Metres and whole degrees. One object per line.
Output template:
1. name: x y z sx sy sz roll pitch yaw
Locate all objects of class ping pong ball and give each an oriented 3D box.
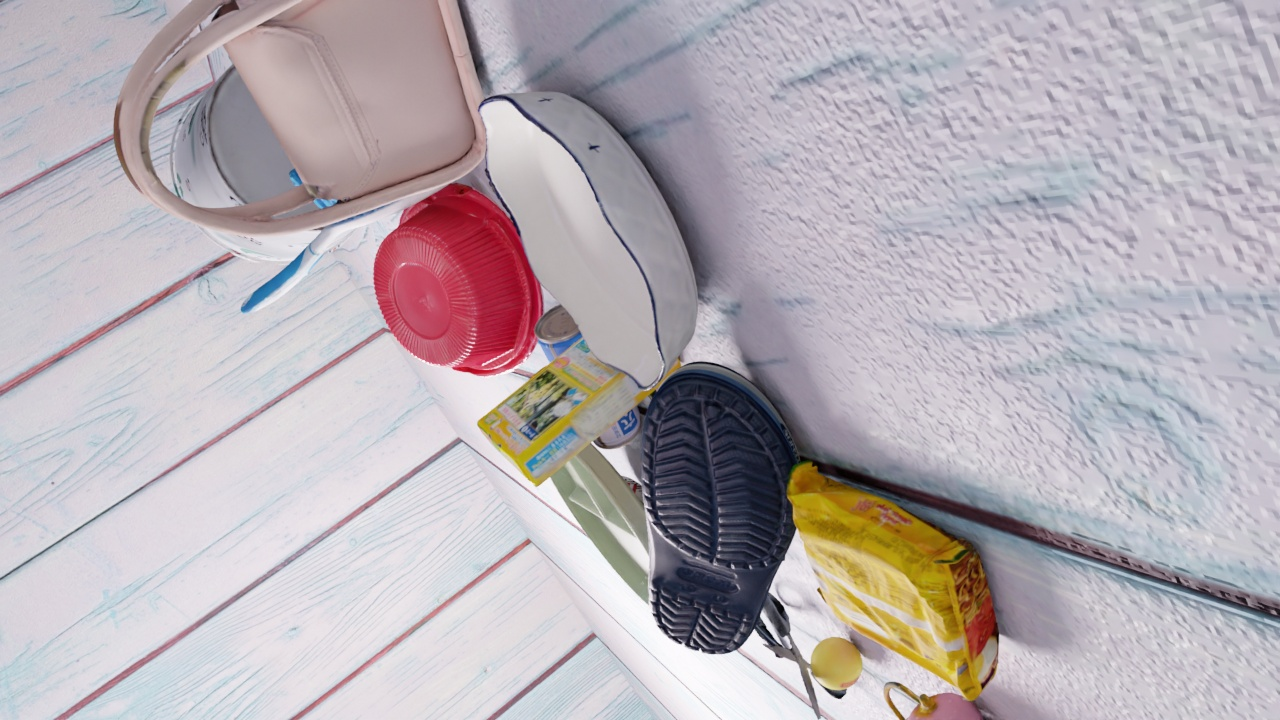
1. ping pong ball: 0.155 0.239 0.725 0.040 0.040 0.040 48 163 20

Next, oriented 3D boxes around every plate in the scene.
1. plate: -0.031 -0.079 0.580 0.205 0.045 0.205 52 163 22
2. plate: -0.030 0.150 0.888 0.230 0.027 0.231 48 162 21

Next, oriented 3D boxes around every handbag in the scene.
1. handbag: -0.225 -0.173 0.607 0.093 0.233 0.193 43 161 31

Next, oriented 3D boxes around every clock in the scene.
1. clock: 0.216 0.276 0.597 0.158 0.059 0.117 44 162 28

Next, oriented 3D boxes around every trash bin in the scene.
1. trash bin: -0.377 -0.223 0.992 0.229 0.229 0.252 59 157 -18

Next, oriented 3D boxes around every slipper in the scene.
1. slipper: 0.059 0.103 0.639 0.105 0.095 0.253 10 127 13

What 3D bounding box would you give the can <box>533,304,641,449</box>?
1. can: -0.043 0.015 0.805 0.053 0.053 0.135 35 155 50

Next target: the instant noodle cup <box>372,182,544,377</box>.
1. instant noodle cup: -0.182 -0.064 0.856 0.194 0.065 0.194 17 121 30

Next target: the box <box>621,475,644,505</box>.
1. box: 0.006 0.192 0.987 0.162 0.076 0.087 35 127 40

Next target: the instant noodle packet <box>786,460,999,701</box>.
1. instant noodle packet: 0.140 0.121 0.521 0.128 0.044 0.111 24 140 54

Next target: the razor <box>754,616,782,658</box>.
1. razor: 0.104 0.244 0.915 0.143 0.022 0.043 58 166 -13

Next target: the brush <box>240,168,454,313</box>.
1. brush: -0.287 -0.133 0.843 0.109 0.315 0.060 53 -154 -38

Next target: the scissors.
1. scissors: 0.131 0.247 0.758 0.159 0.014 0.181 45 -172 -23

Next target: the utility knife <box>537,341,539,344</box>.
1. utility knife: -0.092 -0.017 0.948 0.222 0.013 0.029 31 151 59

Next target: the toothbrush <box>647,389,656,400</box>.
1. toothbrush: -0.004 0.004 0.749 0.186 0.012 0.017 55 158 -2

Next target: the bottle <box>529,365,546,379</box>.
1. bottle: -0.091 0.041 0.967 0.068 0.068 0.190 54 164 0

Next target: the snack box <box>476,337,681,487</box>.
1. snack box: -0.047 0.025 0.680 0.087 0.140 0.034 27 151 58
